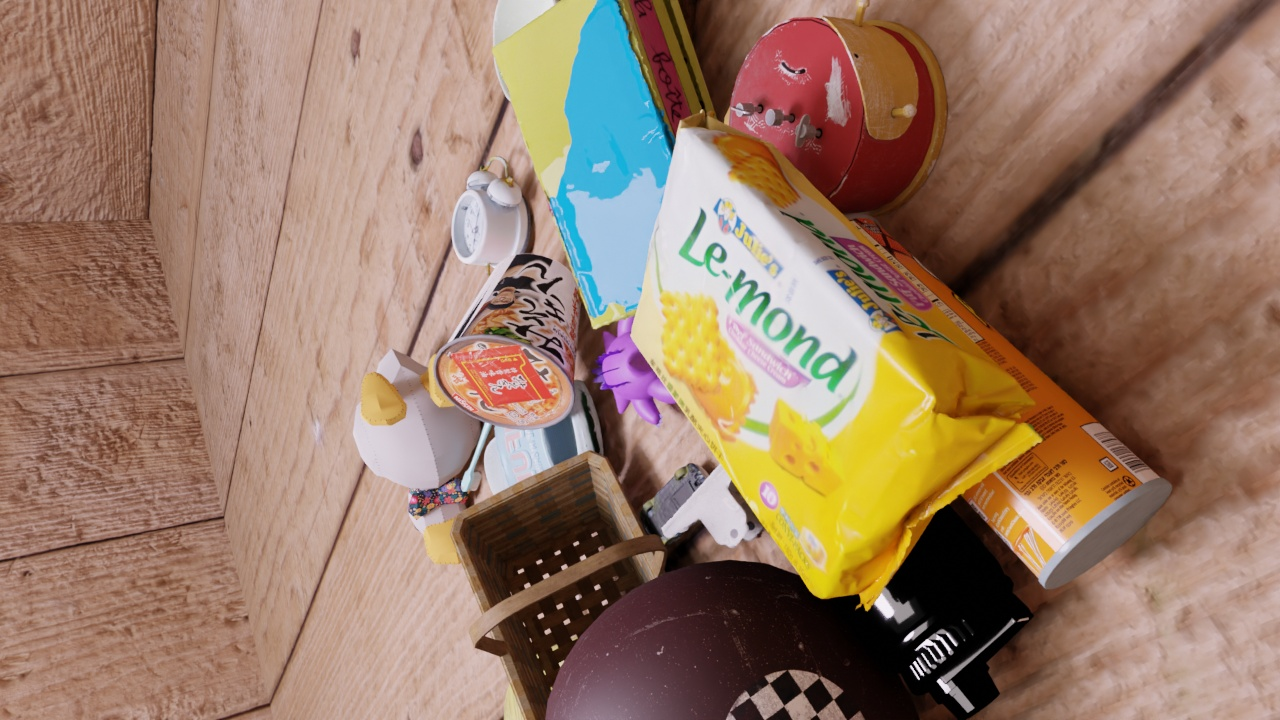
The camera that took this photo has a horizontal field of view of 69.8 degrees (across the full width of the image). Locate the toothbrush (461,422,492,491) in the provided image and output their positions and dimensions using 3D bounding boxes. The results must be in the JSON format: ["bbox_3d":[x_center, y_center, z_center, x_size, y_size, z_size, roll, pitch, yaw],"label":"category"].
[{"bbox_3d":[-0.162,0.065,1.001,0.016,0.016,0.181,39,114,45],"label":"toothbrush"}]

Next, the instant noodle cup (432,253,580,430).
[{"bbox_3d":[-0.107,-0.023,0.821,0.124,0.123,0.121,-51,20,47],"label":"instant noodle cup"}]

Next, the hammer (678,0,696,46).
[{"bbox_3d":[0.007,-0.316,0.689,0.218,0.037,0.301,28,120,50],"label":"hammer"}]

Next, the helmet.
[{"bbox_3d":[0.057,0.256,0.567,0.253,0.233,0.234,58,168,11],"label":"helmet"}]

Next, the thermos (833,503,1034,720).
[{"bbox_3d":[0.142,0.106,0.536,0.198,0.086,0.086,55,137,33],"label":"thermos"}]

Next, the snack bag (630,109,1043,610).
[{"bbox_3d":[0.083,-0.002,0.482,0.247,0.068,0.160,55,145,33],"label":"snack bag"}]

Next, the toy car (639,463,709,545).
[{"bbox_3d":[0.032,0.118,0.748,0.038,0.027,0.090,59,134,22],"label":"toy car"}]

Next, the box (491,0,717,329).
[{"bbox_3d":[-0.007,-0.143,0.654,0.125,0.081,0.221,-20,93,38],"label":"box"}]

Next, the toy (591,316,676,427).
[{"bbox_3d":[-0.004,0.004,0.752,0.088,0.055,0.106,-17,84,59],"label":"toy"}]

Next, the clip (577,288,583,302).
[{"bbox_3d":[-0.037,-0.073,0.809,0.054,0.044,0.049,-6,117,57],"label":"clip"}]

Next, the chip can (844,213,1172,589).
[{"bbox_3d":[0.166,0.013,0.491,0.215,0.075,0.075,53,136,35],"label":"chip can"}]

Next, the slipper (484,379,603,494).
[{"bbox_3d":[-0.109,0.096,0.909,0.246,0.074,0.104,-31,72,55],"label":"slipper"}]

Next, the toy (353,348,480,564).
[{"bbox_3d":[-0.257,0.096,1.077,0.268,0.140,0.246,101,146,-54],"label":"toy"}]

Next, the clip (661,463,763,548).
[{"bbox_3d":[0.060,0.112,0.683,0.056,0.046,0.102,50,116,27],"label":"clip"}]

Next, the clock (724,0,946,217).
[{"bbox_3d":[0.097,-0.136,0.554,0.159,0.081,0.117,-36,67,52],"label":"clock"}]

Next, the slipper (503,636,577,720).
[{"bbox_3d":[-0.049,0.309,0.867,0.191,0.081,0.091,-38,52,24],"label":"slipper"}]

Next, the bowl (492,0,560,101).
[{"bbox_3d":[-0.075,-0.276,0.792,0.117,0.061,0.117,16,109,54],"label":"bowl"}]

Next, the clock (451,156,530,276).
[{"bbox_3d":[-0.150,-0.148,0.932,0.083,0.057,0.118,29,113,50],"label":"clock"}]

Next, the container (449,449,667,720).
[{"bbox_3d":[-0.048,0.200,0.734,0.249,0.157,0.186,60,171,28],"label":"container"}]
